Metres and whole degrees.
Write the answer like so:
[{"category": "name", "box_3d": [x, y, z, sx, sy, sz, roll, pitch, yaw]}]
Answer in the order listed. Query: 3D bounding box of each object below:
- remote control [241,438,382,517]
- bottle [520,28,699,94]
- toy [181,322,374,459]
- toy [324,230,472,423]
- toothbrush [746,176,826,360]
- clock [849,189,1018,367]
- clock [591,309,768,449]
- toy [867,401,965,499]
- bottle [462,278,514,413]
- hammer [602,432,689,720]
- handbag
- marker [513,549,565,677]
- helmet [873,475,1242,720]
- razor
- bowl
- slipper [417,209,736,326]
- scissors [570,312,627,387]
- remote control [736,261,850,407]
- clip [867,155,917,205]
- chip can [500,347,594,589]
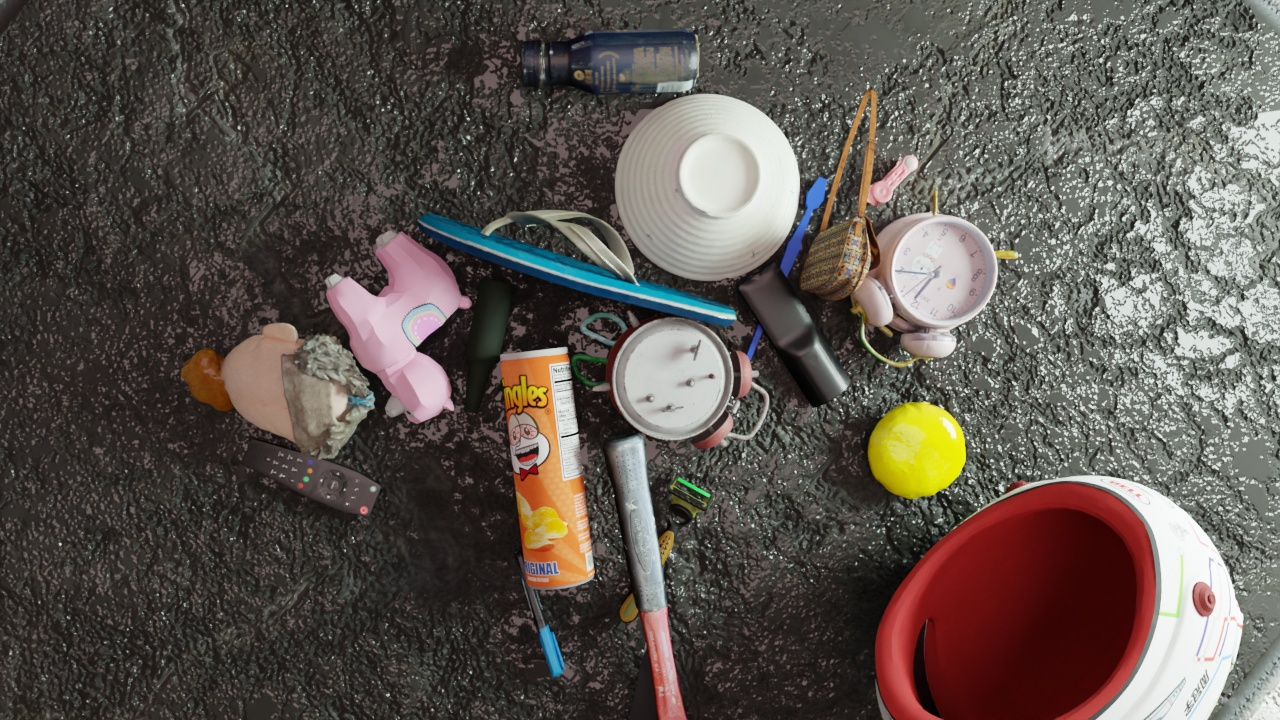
[{"category": "remote control", "box_3d": [-0.301, 0.106, 0.842, 0.124, 0.010, 0.039, 23, 89, -5]}, {"category": "bottle", "box_3d": [-0.028, -0.271, 0.833, 0.160, 0.056, 0.056, -3, 91, -5]}, {"category": "toy", "box_3d": [-0.317, 0.022, 0.810, 0.176, 0.076, 0.133, 9, 119, 7]}, {"category": "toy", "box_3d": [-0.207, -0.028, 0.818, 0.123, 0.067, 0.157, -41, 108, -15]}, {"category": "toothbrush", "box_3d": [0.137, -0.086, 0.876, 0.016, 0.011, 0.187, 22, 92, -5]}, {"category": "clock", "box_3d": [0.263, -0.067, 0.860, 0.117, 0.059, 0.158, 37, 89, -4]}, {"category": "clock", "box_3d": [0.044, 0.024, 0.835, 0.156, 0.062, 0.110, 24, 90, -11]}, {"category": "toy", "box_3d": [0.263, 0.085, 0.872, 0.095, 0.041, 0.094, 13, 95, -5]}, {"category": "bottle", "box_3d": [-0.143, -0.013, 0.842, 0.033, 0.033, 0.123, 12, 91, -5]}, {"category": "hammer", "box_3d": [0.001, 0.228, 0.837, 0.140, 0.036, 0.326, -10, 99, -8]}, {"category": "handbag", "box_3d": [0.197, -0.151, 0.842, 0.043, 0.093, 0.195, 14, 85, -11]}, {"category": "marker", "box_3d": [-0.095, 0.236, 0.857, 0.015, 0.018, 0.123, -18, 92, -9]}, {"category": "helmet", "box_3d": [0.355, 0.247, 0.787, 0.314, 0.231, 0.236, -43, 130, -9]}, {"category": "razor", "box_3d": [0.017, 0.182, 0.864, 0.044, 0.021, 0.144, 28, 88, 12]}, {"category": "bowl", "box_3d": [0.067, -0.163, 0.837, 0.177, 0.071, 0.177, 0, 91, -4]}, {"category": "slipper", "box_3d": [-0.049, -0.094, 0.807, 0.295, 0.118, 0.060, 16, 103, -9]}, {"category": "scissors", "box_3d": [0.001, -0.009, 0.865, 0.132, 0.013, 0.078, 6, 89, -8]}, {"category": "remote control", "box_3d": [0.146, -0.024, 0.866, 0.045, 0.021, 0.140, -35, 98, -4]}, {"category": "clip", "box_3d": [0.239, -0.172, 0.867, 0.022, 0.039, 0.059, 42, 84, -1]}, {"category": "chip can", "box_3d": [-0.084, 0.096, 0.833, 0.062, 0.062, 0.210, -7, 92, -5]}]
